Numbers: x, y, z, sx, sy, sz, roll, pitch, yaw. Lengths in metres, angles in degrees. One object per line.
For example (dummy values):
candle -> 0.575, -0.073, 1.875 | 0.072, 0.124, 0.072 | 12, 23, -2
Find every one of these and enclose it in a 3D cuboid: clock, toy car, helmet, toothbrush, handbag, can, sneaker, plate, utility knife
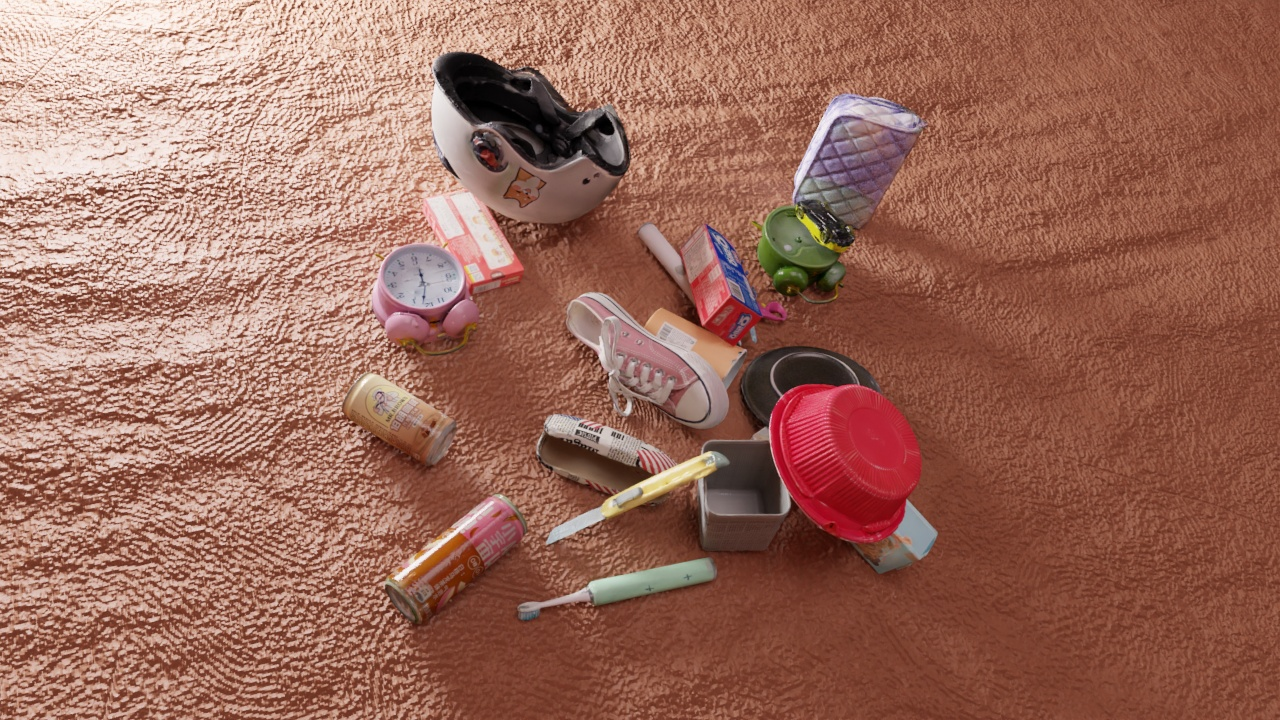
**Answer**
clock -> 0.228, -0.146, 1.302 | 0.116, 0.056, 0.161 | -8, 59, -21
toy car -> 0.256, -0.188, 1.284 | 0.048, 0.032, 0.105 | -14, 50, -25
helmet -> -0.157, -0.273, 1.204 | 0.274, 0.157, 0.229 | 21, 35, -10
toothbrush -> -0.022, 0.243, 0.978 | 0.224, 0.027, 0.026 | -7, 23, -21
handbag -> 0.312, -0.292, 1.340 | 0.134, 0.194, 0.075 | 17, 51, -5
can -> -0.264, 0.064, 1.008 | 0.116, 0.059, 0.058 | 30, 53, 5
sneaker -> -0.007, 0.006, 1.097 | 0.241, 0.118, 0.087 | 39, 37, 18
plate -> 0.219, 0.033, 1.164 | 0.179, 0.024, 0.179 | 3, 41, -2
clock -> -0.257, -0.070, 1.101 | 0.117, 0.060, 0.158 | -12, 63, -23
can -> -0.187, 0.201, 0.938 | 0.058, 0.058, 0.147 | 43, 56, 14
toothbrush -> 0.068, -0.102, 1.241 | 0.027, 0.026, 0.221 | -39, 70, 7
utility knife -> -0.006, 0.148, 0.983 | 0.221, 0.022, 0.031 | -30, 36, 14

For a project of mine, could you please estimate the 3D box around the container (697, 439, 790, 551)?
container -> 0.108, 0.155, 1.016 | 0.090, 0.114, 0.090 | 1, 56, -3

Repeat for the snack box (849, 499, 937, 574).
snack box -> 0.254, 0.163, 1.066 | 0.175, 0.074, 0.051 | 47, 56, 2

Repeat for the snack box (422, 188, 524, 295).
snack box -> -0.219, -0.157, 1.194 | 0.075, 0.026, 0.153 | -20, 64, -28

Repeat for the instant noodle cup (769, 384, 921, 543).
instant noodle cup -> 0.235, 0.097, 0.997 | 0.193, 0.066, 0.193 | 17, 52, -23

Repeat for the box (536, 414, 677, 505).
box -> -0.033, 0.099, 1.039 | 0.163, 0.083, 0.075 | 21, 47, 1

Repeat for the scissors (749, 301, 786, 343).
scissors -> 0.140, -0.071, 1.234 | 0.133, 0.017, 0.130 | -14, 55, -41

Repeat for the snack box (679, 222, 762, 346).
snack box -> 0.101, -0.103, 1.180 | 0.057, 0.058, 0.207 | 31, 25, -24

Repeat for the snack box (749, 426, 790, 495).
snack box -> 0.215, 0.096, 1.150 | 0.156, 0.027, 0.084 | -30, 70, -31

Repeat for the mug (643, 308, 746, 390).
mug -> 0.062, -0.010, 1.150 | 0.123, 0.078, 0.078 | 32, 53, 12
